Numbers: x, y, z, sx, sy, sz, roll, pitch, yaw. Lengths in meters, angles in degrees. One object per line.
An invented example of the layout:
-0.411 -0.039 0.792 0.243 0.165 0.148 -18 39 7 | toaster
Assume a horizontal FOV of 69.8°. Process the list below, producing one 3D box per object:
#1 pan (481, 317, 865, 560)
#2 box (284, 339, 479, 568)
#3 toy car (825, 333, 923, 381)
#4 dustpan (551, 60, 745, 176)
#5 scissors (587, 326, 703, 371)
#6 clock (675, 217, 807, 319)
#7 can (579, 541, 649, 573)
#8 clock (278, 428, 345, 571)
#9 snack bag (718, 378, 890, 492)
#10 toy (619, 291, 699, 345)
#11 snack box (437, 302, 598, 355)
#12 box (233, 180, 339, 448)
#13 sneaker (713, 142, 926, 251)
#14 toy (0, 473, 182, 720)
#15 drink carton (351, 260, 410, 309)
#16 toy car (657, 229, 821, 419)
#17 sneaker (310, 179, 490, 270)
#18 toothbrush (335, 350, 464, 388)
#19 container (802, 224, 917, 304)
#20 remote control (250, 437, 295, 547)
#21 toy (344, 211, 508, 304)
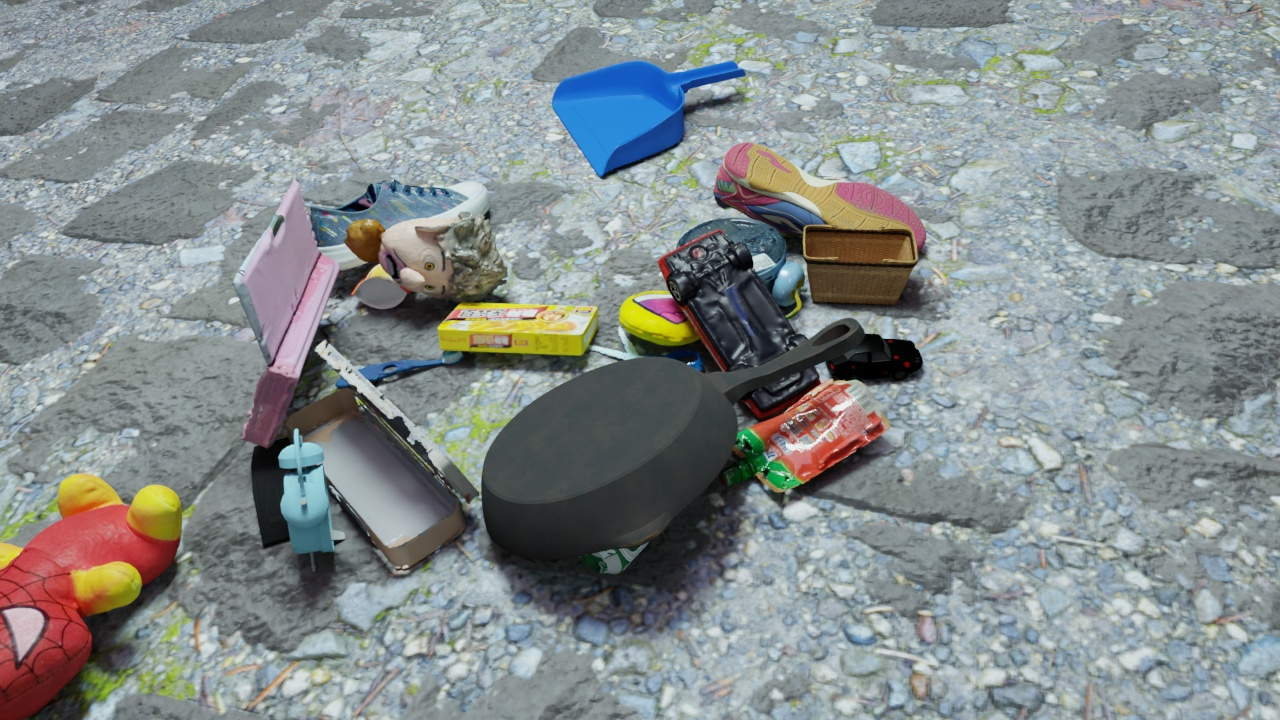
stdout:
0.023 0.039 0.764 0.356 0.043 0.248 -27 26 -4 | pan
-0.239 0.085 0.809 0.216 0.094 0.107 35 83 37 | box
0.222 -0.005 0.875 0.092 0.036 0.042 -5 41 2 | toy car
0.026 -0.365 1.294 0.257 0.060 0.245 -16 42 -12 | dustpan
0.007 -0.003 0.922 0.110 0.015 0.132 -18 37 -10 | scissors
0.105 -0.091 0.969 0.118 0.060 0.162 -21 44 -16 | clock
-0.009 0.125 0.744 0.053 0.053 0.100 24 50 30 | can
-0.269 0.108 0.746 0.042 0.123 0.087 -8 40 -18 | clock
0.136 0.069 0.805 0.155 0.044 0.087 -27 40 -15 | snack bag
0.024 -0.042 0.929 0.095 0.041 0.094 -3 27 -21 | toy
-0.125 -0.034 0.946 0.152 0.025 0.075 2 25 10 | snack box
-0.332 -0.050 0.880 0.059 0.180 0.232 6 32 -11 | box
0.200 -0.167 1.041 0.242 0.091 0.116 24 52 4 | sneaker
-0.454 0.185 0.702 0.148 0.099 0.215 0 39 23 | toy
-0.282 -0.109 1.065 0.069 0.039 0.122 -1 35 7 | drink carton
0.094 -0.037 0.876 0.081 0.056 0.189 -28 72 -11 | toy car
-0.280 -0.179 1.083 0.234 0.079 0.087 -30 30 -36 | sneaker
-0.246 0.008 0.936 0.132 0.016 0.021 -13 50 -8 | toothbrush
0.225 -0.099 0.958 0.114 0.061 0.063 3 42 7 | container
-0.331 0.116 0.829 0.039 0.010 0.124 -17 43 -11 | remote control
-0.227 -0.110 0.975 0.176 0.133 0.076 10 50 -8 | toy
